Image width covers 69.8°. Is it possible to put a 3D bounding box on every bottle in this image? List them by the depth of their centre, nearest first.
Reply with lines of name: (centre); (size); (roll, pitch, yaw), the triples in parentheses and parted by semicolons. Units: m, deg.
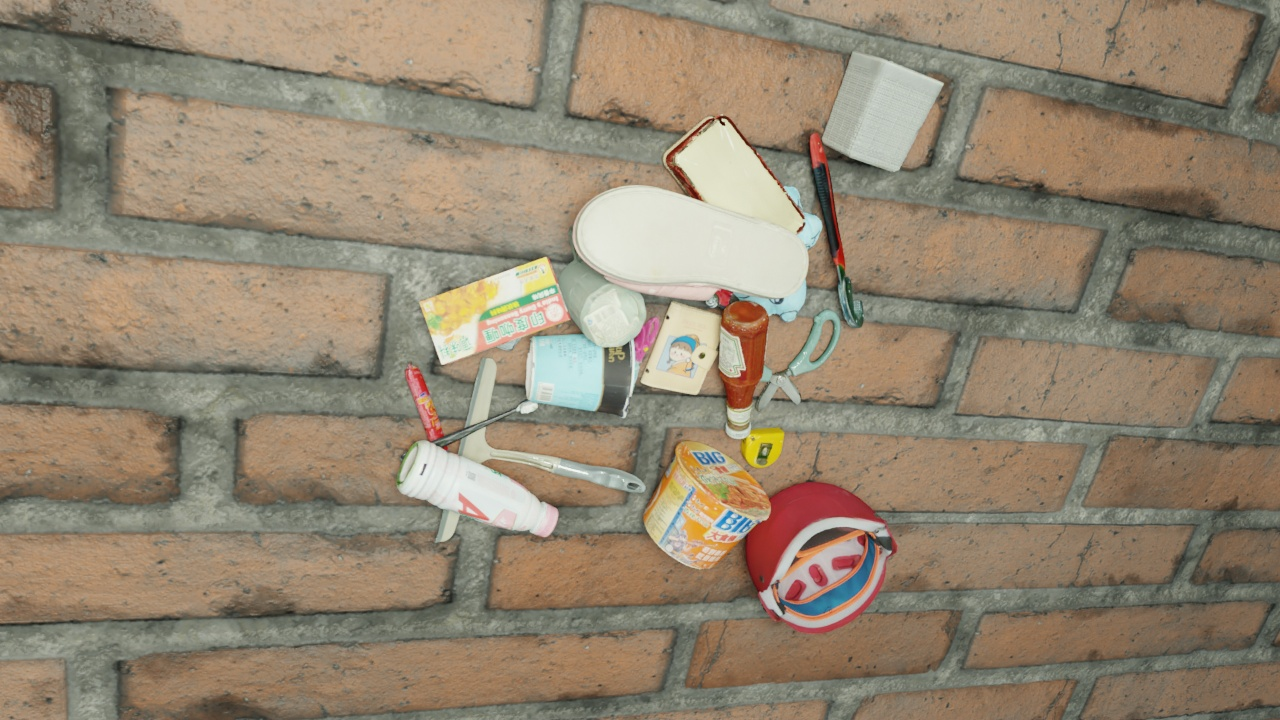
bottle: (-0.192, 0.162, 1.107); (0.197, 0.068, 0.068); (27, 102, -23)
bottle: (0.130, 0.018, 1.182); (0.059, 0.059, 0.206); (-14, 132, -13)

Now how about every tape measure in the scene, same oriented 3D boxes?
tape measure: (0.170, 0.122, 1.279); (0.060, 0.029, 0.057); (-2, 114, -19)

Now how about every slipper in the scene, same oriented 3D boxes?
slipper: (0.057, -0.124, 1.015); (0.274, 0.054, 0.114); (7, 91, -17)

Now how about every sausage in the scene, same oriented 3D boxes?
sausage: (-0.256, 0.069, 1.111); (0.020, 0.020, 0.156); (-18, 118, -11)

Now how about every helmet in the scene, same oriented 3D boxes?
helmet: (0.244, 0.269, 1.310); (0.207, 0.144, 0.240); (-29, 133, -5)

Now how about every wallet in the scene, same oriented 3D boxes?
wallet: (0.058, -0.013, 1.184); (0.087, 0.024, 0.115); (15, 106, -19)

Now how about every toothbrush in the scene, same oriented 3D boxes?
toothbrush: (-0.207, 0.086, 1.113); (0.181, 0.018, 0.016); (-23, 115, -3)

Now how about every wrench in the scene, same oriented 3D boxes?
wrench: (0.251, -0.158, 1.175); (0.016, 0.056, 0.273); (-4, 121, 29)

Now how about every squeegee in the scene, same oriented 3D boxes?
squeegee: (-0.112, 0.134, 1.172); (0.246, 0.039, 0.247); (13, 101, -14)

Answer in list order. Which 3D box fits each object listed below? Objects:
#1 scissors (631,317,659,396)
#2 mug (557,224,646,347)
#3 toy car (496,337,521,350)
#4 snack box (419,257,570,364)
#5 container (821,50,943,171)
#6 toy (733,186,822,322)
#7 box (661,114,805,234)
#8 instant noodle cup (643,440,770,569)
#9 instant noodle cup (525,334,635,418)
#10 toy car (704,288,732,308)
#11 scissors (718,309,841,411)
scissors: (-0.008, 0.008, 1.163); (0.063, 0.017, 0.135); (-22, 135, -54)
mug: (-0.050, -0.087, 1.065); (0.083, 0.103, 0.124); (-19, 119, -10)
toy car: (-0.149, -0.054, 1.086); (0.043, 0.034, 0.091); (24, 102, -23)
snack box: (-0.166, -0.057, 1.052); (0.156, 0.027, 0.077); (-20, 91, 0)
container: (0.284, -0.297, 1.100); (0.090, 0.090, 0.114); (12, 112, -23)
toy: (0.167, -0.126, 1.156); (0.156, 0.050, 0.161); (-42, 110, 4)
box: (0.109, -0.196, 1.067); (0.091, 0.079, 0.168); (-41, 106, 1)
instant noodle cup: (0.082, 0.197, 1.220); (0.151, 0.151, 0.112); (24, 112, -27)
instant noodle cup: (-0.076, 0.012, 1.107); (0.120, 0.111, 0.111); (3, 112, -11)
toy car: (0.061, -0.103, 1.127); (0.120, 0.053, 0.045); (21, 103, -29)
scissors: (0.186, -0.016, 1.229); (0.170, 0.019, 0.174); (33, 100, -30)
